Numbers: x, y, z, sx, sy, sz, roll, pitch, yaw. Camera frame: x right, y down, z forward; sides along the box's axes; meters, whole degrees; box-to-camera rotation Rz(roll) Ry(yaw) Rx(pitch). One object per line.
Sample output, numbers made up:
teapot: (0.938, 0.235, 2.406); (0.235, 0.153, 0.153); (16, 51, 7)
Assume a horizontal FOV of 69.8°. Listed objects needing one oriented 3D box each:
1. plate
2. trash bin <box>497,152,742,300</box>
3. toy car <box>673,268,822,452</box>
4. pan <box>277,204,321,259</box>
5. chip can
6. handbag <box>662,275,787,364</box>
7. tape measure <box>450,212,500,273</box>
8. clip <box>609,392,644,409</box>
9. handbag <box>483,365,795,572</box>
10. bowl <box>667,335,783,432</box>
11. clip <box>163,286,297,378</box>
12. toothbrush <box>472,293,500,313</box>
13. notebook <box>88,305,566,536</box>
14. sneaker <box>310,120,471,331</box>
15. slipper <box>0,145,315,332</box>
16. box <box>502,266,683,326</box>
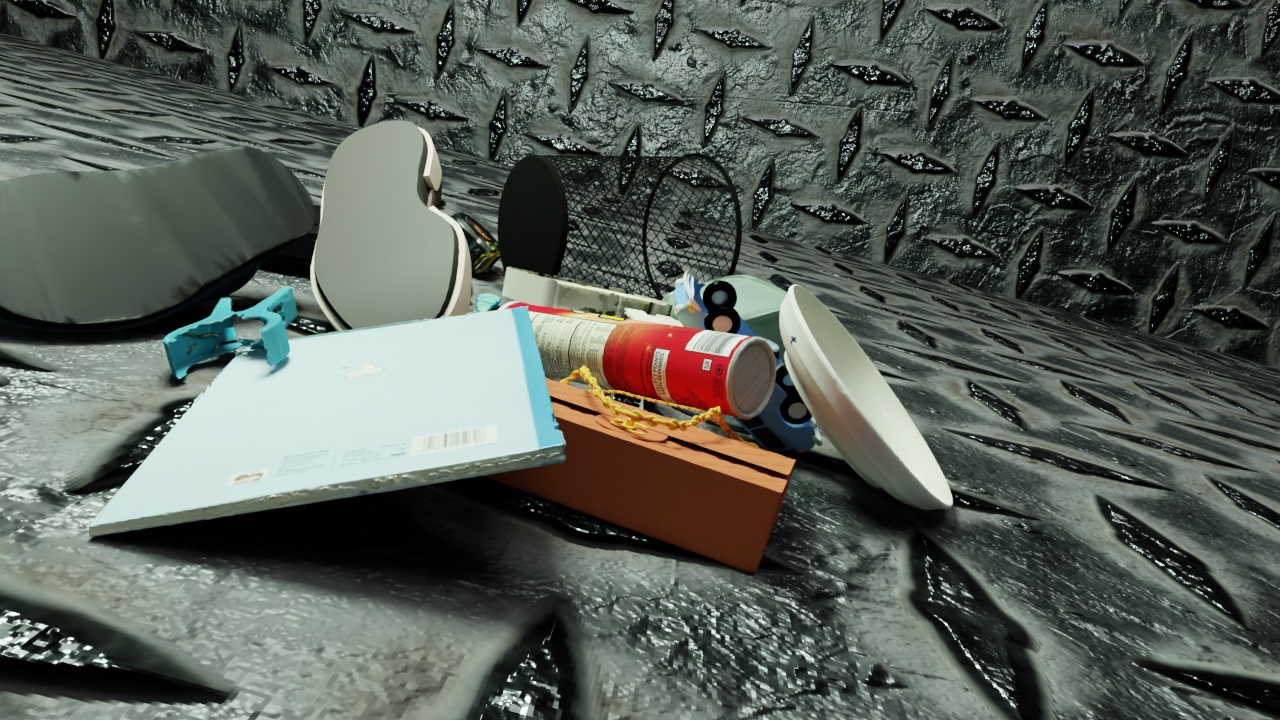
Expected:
plate: (0.147, 0.030, 0.630); (0.182, 0.034, 0.182); (46, 20, -22)
trash bin: (-0.030, -0.142, 0.999); (0.209, 0.184, 0.184); (-2, 21, -34)
toy car: (0.071, 0.004, 0.641); (0.153, 0.055, 0.056); (47, 20, -19)
pan: (-0.302, -0.133, 0.947); (0.226, 0.034, 0.355); (17, 12, 28)
chip can: (-0.013, -0.004, 0.615); (0.215, 0.052, 0.051); (10, 8, 40)
handbag: (0.086, -0.032, 0.882); (0.106, 0.067, 0.122); (-12, 23, -22)
tape measure: (-0.188, -0.129, 1.010); (0.071, 0.042, 0.072); (41, 12, 3)
clip: (-0.014, 0.004, 0.681); (0.052, 0.059, 0.101); (-4, 13, 3)
handbag: (-0.002, 0.046, 0.515); (0.172, 0.060, 0.108); (18, 10, 12)
bowl: (0.079, 0.009, 0.740); (0.137, 0.057, 0.137); (14, 14, -4)
clip: (-0.223, -0.021, 0.554); (0.120, 0.030, 0.130); (-8, 17, 8)
toothbrush: (-0.140, -0.048, 0.825); (0.022, 0.017, 0.135); (10, 14, -5)
notebook: (-0.138, 0.015, 0.469); (0.181, 0.009, 0.253); (-9, 18, -7)
sneaker: (-0.187, -0.071, 0.725); (0.111, 0.116, 0.293); (-20, 43, -6)
slipper: (-0.335, -0.072, 0.618); (0.109, 0.084, 0.264); (52, 29, -6)
box: (-0.030, -0.042, 0.833); (0.143, 0.044, 0.184); (8, 7, -33)
